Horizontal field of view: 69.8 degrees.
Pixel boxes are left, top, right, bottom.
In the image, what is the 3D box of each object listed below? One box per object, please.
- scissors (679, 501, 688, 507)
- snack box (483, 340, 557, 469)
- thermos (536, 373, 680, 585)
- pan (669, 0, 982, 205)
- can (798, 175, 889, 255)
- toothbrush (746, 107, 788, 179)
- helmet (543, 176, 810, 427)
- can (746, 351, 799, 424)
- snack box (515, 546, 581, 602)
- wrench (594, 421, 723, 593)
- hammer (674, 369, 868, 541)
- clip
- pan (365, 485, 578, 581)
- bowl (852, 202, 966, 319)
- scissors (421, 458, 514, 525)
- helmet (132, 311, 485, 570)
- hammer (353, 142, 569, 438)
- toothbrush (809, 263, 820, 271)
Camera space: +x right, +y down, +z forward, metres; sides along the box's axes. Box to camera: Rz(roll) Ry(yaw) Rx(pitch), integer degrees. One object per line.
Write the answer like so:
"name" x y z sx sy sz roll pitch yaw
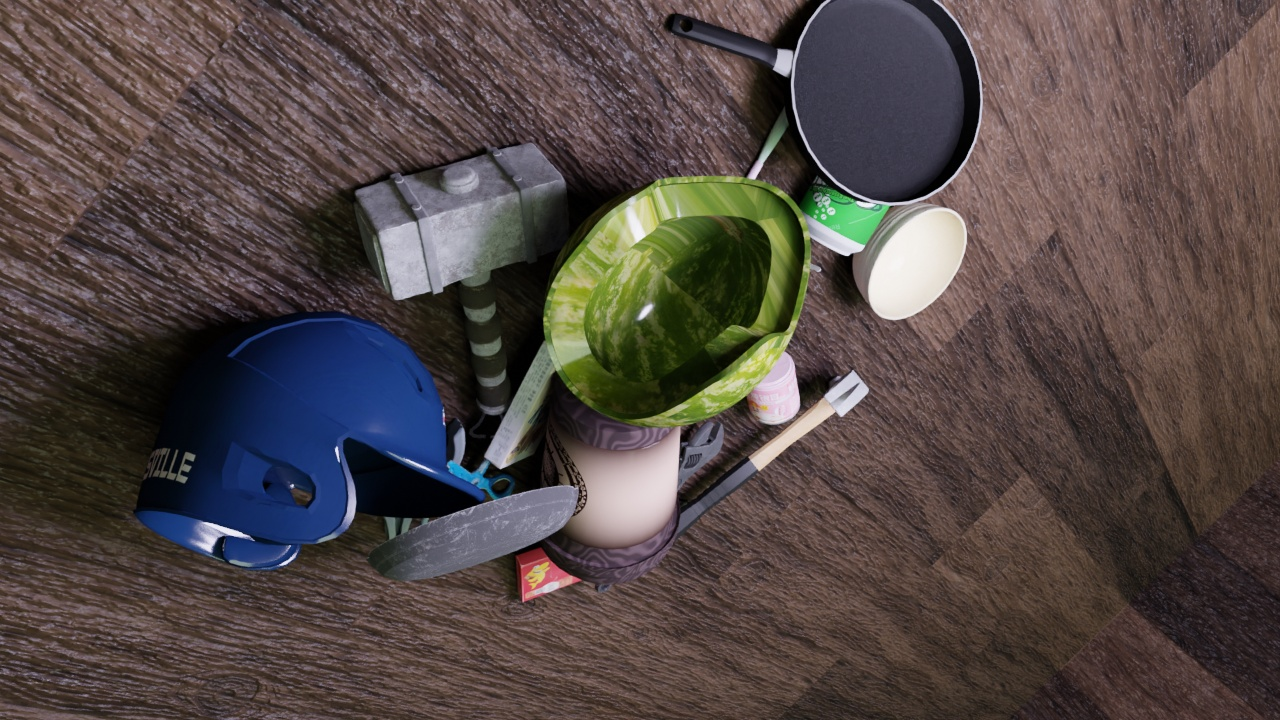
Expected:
"scissors" -0.008 0.186 1.202 0.229 0.016 0.226 -16 132 -25
"snack box" -0.110 0.043 0.989 0.150 0.026 0.081 -61 167 17
"thermos" -0.033 0.111 1.003 0.172 0.172 0.227 -16 136 -23
"pan" 0.189 -0.284 0.921 0.356 0.034 0.225 11 89 -19
"can" 0.241 -0.195 1.030 0.087 0.088 0.140 14 114 -40
"toothbrush" 0.137 -0.229 0.986 0.022 0.015 0.155 27 109 -7
"helmet" 0.034 -0.055 0.847 0.244 0.213 0.246 -43 176 42
"can" 0.165 0.033 1.165 0.067 0.067 0.076 -30 135 -11
"snack box" -0.094 0.260 1.181 0.132 0.021 0.089 -16 141 -19
"wrench" 0.023 0.191 1.191 0.273 0.018 0.073 -55 143 5
"hammer" 0.162 0.127 1.217 0.328 0.039 0.131 -39 175 3
"clip" -0.261 0.115 0.972 0.164 0.032 0.165 -43 134 2
"pan" -0.163 0.192 0.954 0.207 0.040 0.357 -17 165 -10
"bowl" 0.319 -0.133 1.137 0.150 0.075 0.151 -18 130 -23
"scissors" -0.187 0.143 1.032 0.134 0.011 0.140 -55 149 2
"helmet" -0.263 0.073 0.796 0.272 0.233 0.222 27 62 -20
"hammer" -0.155 -0.042 0.897 0.176 0.079 0.327 -21 137 -20
"toothbrush" 0.114 -0.122 0.935 0.010 0.181 0.010 -45 134 -14
